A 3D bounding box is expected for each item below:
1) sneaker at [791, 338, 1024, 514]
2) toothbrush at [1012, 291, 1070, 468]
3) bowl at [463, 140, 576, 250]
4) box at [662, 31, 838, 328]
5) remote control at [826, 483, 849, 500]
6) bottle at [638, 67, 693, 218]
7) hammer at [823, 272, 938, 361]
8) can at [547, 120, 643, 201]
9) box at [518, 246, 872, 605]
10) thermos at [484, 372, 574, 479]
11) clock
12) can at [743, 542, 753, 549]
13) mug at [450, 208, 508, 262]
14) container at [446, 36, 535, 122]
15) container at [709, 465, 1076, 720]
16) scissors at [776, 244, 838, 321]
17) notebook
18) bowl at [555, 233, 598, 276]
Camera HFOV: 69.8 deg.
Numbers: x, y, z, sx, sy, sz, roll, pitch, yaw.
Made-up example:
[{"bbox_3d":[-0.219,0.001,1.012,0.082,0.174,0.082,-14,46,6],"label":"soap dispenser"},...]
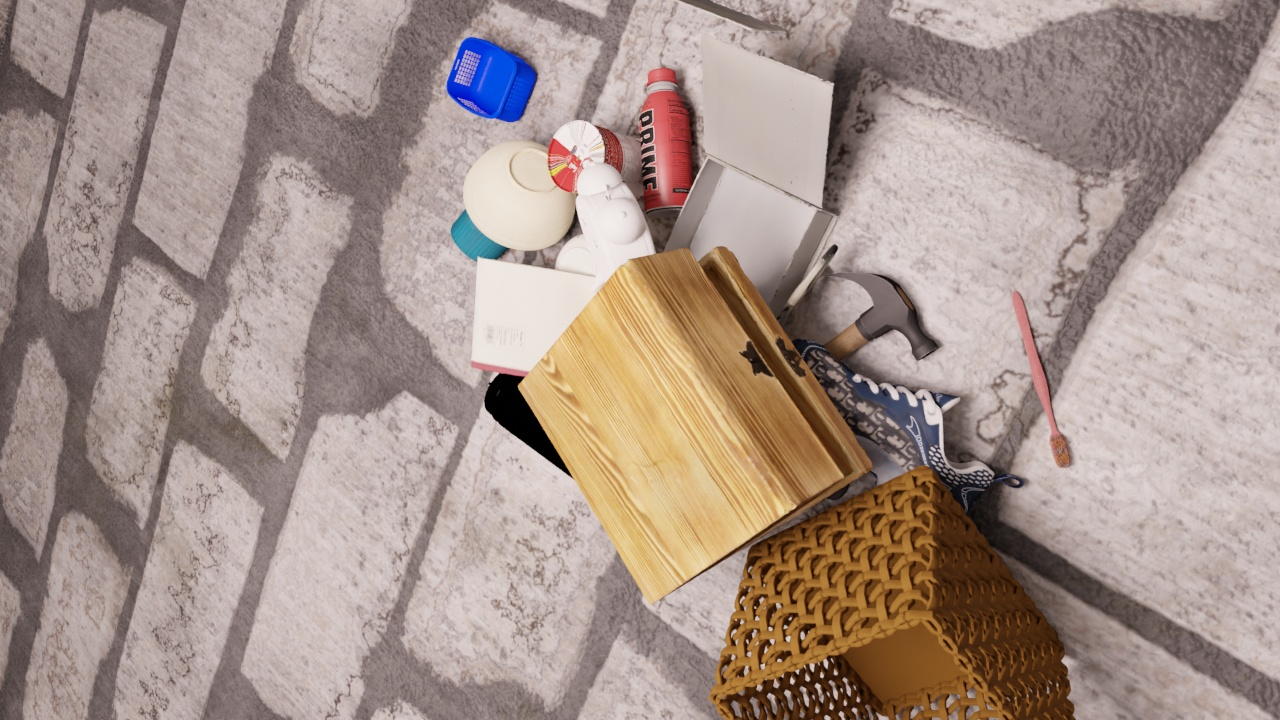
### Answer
[{"bbox_3d":[0.267,0.065,0.962,0.132,0.103,0.269,-42,81,13],"label":"sneaker"},{"bbox_3d":[0.401,0.018,0.924,0.015,0.015,0.184,-16,81,26],"label":"toothbrush"},{"bbox_3d":[-0.147,-0.225,1.182,0.150,0.150,0.075,67,153,13],"label":"bowl"},{"bbox_3d":[0.145,-0.256,0.989,0.166,0.118,0.480,33,130,28],"label":"box"},{"bbox_3d":[0.184,0.127,1.069,0.125,0.009,0.046,15,99,32],"label":"remote control"},{"bbox_3d":[0.031,-0.268,1.128,0.062,0.062,0.176,-4,89,33],"label":"bottle"},{"bbox_3d":[0.177,0.015,1.058,0.306,0.040,0.132,-39,74,28],"label":"hammer"},{"bbox_3d":[-0.047,-0.245,1.146,0.087,0.116,0.086,1,91,33],"label":"can"},{"bbox_3d":[0.043,0.068,0.937,0.246,0.167,0.279,-44,74,38],"label":"box"},{"bbox_3d":[-0.129,0.077,1.225,0.199,0.086,0.086,32,108,28],"label":"thermos"},{"bbox_3d":[-0.036,-0.144,1.077,0.073,0.161,0.125,-22,56,-8],"label":"clock"},{"bbox_3d":[0.093,0.145,1.066,0.088,0.087,0.140,2,108,33],"label":"can"},{"bbox_3d":[-0.207,-0.208,1.277,0.107,0.083,0.113,-43,57,30],"label":"mug"},{"bbox_3d":[-0.205,-0.388,1.280,0.114,0.058,0.096,34,109,28],"label":"container"},{"bbox_3d":[0.242,0.286,0.860,0.220,0.213,0.251,-33,104,29],"label":"container"},{"bbox_3d":[0.165,-0.060,1.007,0.012,0.154,0.163,37,114,8],"label":"scissors"},{"bbox_3d":[-0.116,-0.044,1.188,0.209,0.012,0.153,10,109,8],"label":"notebook"},{"bbox_3d":[-0.069,-0.116,1.202,0.105,0.054,0.105,0,90,34],"label":"bowl"}]
